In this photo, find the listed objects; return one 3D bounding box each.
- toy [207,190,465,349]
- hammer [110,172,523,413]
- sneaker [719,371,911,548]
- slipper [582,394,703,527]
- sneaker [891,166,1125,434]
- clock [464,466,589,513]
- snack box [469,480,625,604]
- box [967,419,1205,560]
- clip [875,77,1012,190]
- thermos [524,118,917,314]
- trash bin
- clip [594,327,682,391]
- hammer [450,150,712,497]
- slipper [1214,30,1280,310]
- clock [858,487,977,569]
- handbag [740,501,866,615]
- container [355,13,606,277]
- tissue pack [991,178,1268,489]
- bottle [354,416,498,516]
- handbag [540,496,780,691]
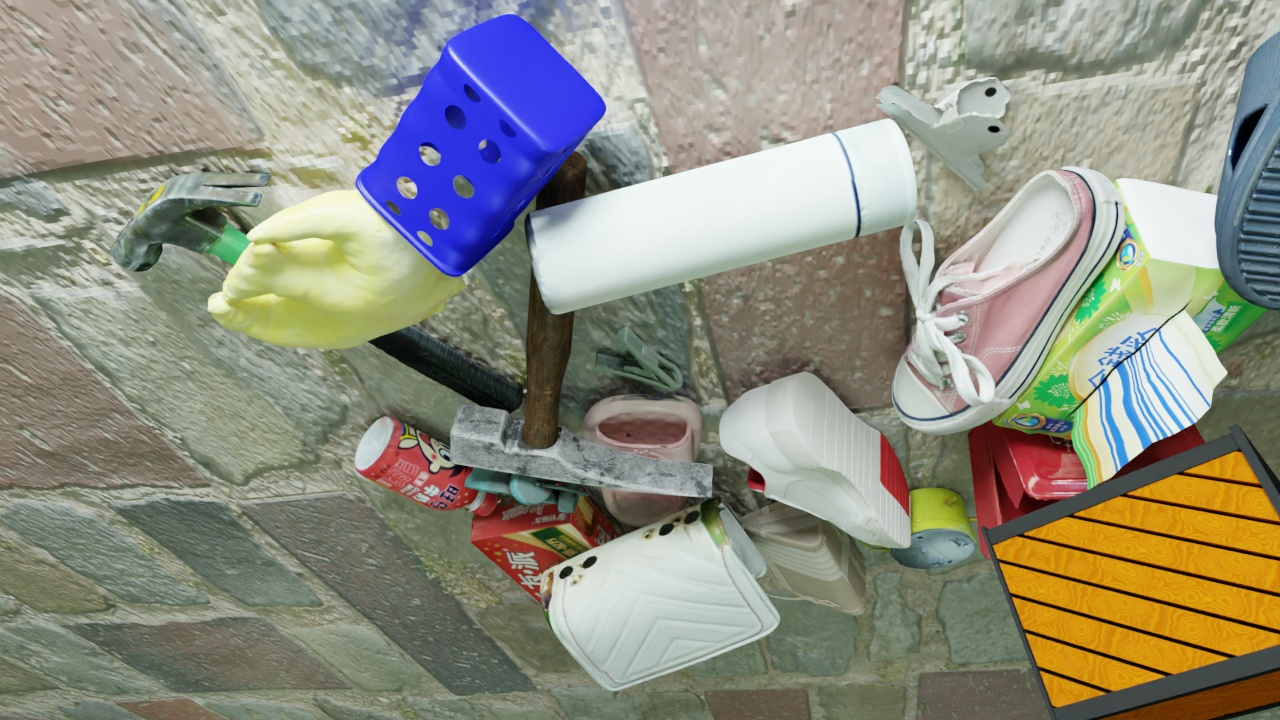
[{"bbox_3d":[-0.192,-0.052,0.602,0.154,0.064,0.171,2,153,-41],"label":"toy"},{"bbox_3d":[-0.220,-0.036,0.704,0.130,0.032,0.318,-29,132,33],"label":"hammer"},{"bbox_3d":[0.152,0.100,0.815,0.105,0.090,0.236,-17,140,36],"label":"sneaker"},{"bbox_3d":[0.001,0.097,0.840,0.107,0.055,0.222,3,143,3],"label":"slipper"},{"bbox_3d":[0.225,-0.029,0.630,0.087,0.118,0.242,-6,141,-22],"label":"sneaker"},{"bbox_3d":[-0.101,0.106,0.827,0.124,0.053,0.090,3,168,34],"label":"clock"},{"bbox_3d":[-0.074,0.211,0.984,0.113,0.060,0.236,-13,139,18],"label":"snack box"},{"bbox_3d":[0.364,0.097,0.761,0.157,0.136,0.127,0,136,4],"label":"box"},{"bbox_3d":[0.193,-0.137,0.548,0.101,0.043,0.054,28,148,-29],"label":"clip"},{"bbox_3d":[0.048,-0.087,0.559,0.230,0.067,0.068,-14,140,4],"label":"thermos"},{"bbox_3d":[0.358,0.160,0.613,0.172,0.139,0.139,-32,139,29],"label":"trash bin"},{"bbox_3d":[0.004,0.004,0.747,0.075,0.023,0.061,27,137,-24],"label":"clip"},{"bbox_3d":[-0.030,-0.013,0.678,0.217,0.037,0.301,9,133,-1],"label":"hammer"},{"bbox_3d":[0.371,-0.154,0.487,0.101,0.082,0.264,2,123,0],"label":"slipper"},{"bbox_3d":[0.276,0.172,0.916,0.119,0.057,0.083,-28,134,32],"label":"clock"},{"bbox_3d":[0.125,0.212,0.993,0.198,0.062,0.176,-7,141,26],"label":"handbag"},{"bbox_3d":[-0.090,-0.124,0.527,0.084,0.084,0.114,44,129,-7],"label":"container"},{"bbox_3d":[0.330,-0.002,0.623,0.120,0.141,0.198,5,142,-3],"label":"tissue pack"},{"bbox_3d":[-0.194,0.107,0.859,0.062,0.061,0.137,-28,133,33],"label":"bottle"},{"bbox_3d":[0.018,0.221,0.891,0.199,0.096,0.142,-24,121,14],"label":"handbag"}]
